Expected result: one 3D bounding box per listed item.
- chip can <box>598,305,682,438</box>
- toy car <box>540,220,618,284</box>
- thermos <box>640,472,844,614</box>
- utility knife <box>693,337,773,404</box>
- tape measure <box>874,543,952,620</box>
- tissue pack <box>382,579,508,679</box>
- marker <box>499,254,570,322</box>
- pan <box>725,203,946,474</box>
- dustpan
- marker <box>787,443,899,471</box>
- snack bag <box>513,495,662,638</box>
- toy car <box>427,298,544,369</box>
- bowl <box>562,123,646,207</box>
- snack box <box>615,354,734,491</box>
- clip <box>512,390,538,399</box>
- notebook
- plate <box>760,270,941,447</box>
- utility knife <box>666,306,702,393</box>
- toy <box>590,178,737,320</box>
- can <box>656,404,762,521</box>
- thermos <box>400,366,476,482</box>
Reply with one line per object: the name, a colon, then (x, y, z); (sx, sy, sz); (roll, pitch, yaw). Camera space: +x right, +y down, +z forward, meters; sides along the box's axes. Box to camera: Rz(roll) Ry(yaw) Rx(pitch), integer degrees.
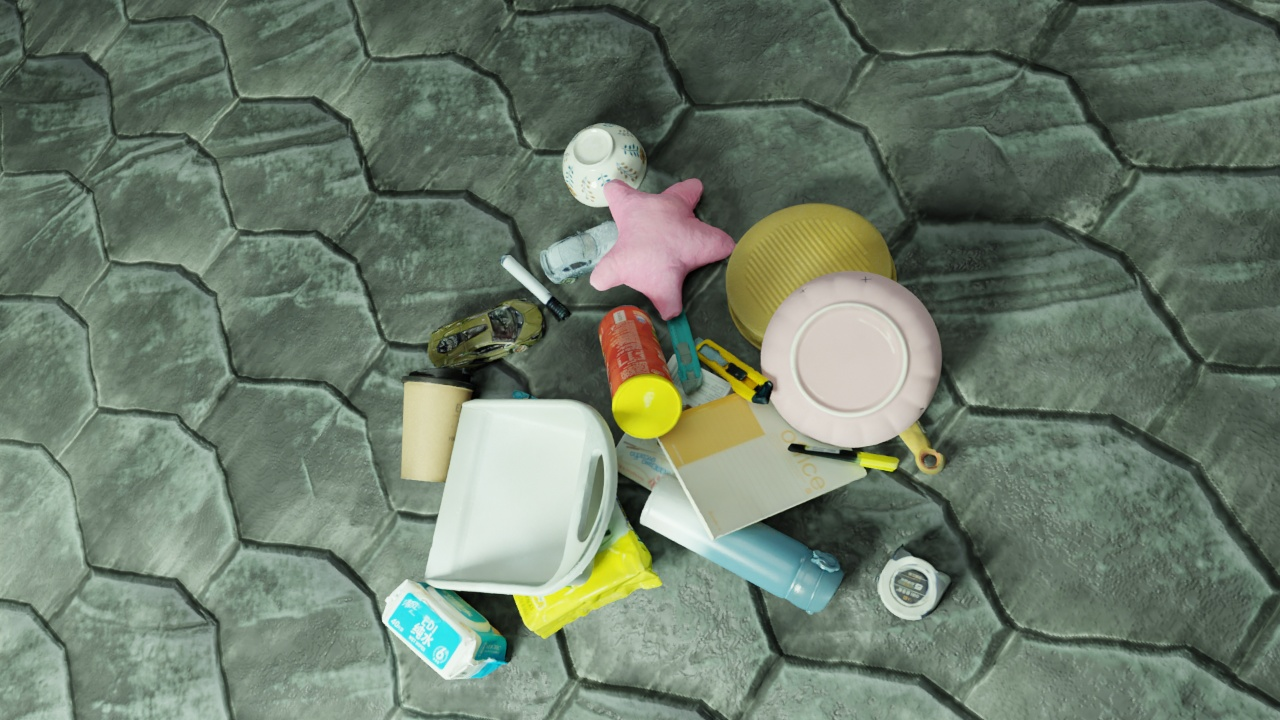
chip can: (-0.006, 0.006, 1.026); (0.073, 0.073, 0.216); (-30, 25, 6)
toy car: (-0.070, -0.141, 1.181); (0.121, 0.037, 0.054); (-21, 68, 6)
thermos: (0.109, 0.196, 0.989); (0.220, 0.070, 0.070); (25, 81, 14)
utility knife: (0.098, 0.008, 1.050); (0.033, 0.015, 0.173); (-50, 36, -1)
tape measure: (0.281, 0.235, 0.954); (0.066, 0.033, 0.066); (34, 83, 25)
tissue pack: (-0.221, 0.308, 1.053); (0.140, 0.090, 0.063); (32, 85, 24)
marker: (-0.140, -0.096, 1.196); (0.022, 0.018, 0.131); (-40, 65, -19)
pan: (0.235, -0.027, 1.046); (0.198, 0.078, 0.357); (-31, 60, 2)
dustpan: (-0.129, 0.140, 0.978); (0.258, 0.142, 0.222); (4, 74, 18)
marker: (0.221, 0.105, 1.000); (0.124, 0.018, 0.015); (9, 109, -5)
snack bag: (-0.094, 0.183, 1.066); (0.158, 0.068, 0.246); (-30, 67, 7)
toy car: (-0.200, -0.033, 1.183); (0.158, 0.042, 0.070); (-22, 68, 7)
bowl: (-0.054, -0.264, 1.202); (0.114, 0.062, 0.113); (-5, 72, 17)
snack box: (0.037, 0.078, 1.082); (0.085, 0.027, 0.156); (28, 83, 22)
clip: (-0.133, 0.052, 1.146); (0.057, 0.046, 0.014); (21, 77, 18)
notebook: (0.130, 0.097, 0.998); (0.206, 0.010, 0.145); (-17, 64, -25)
plate: (0.223, -0.001, 0.982); (0.193, 0.039, 0.192); (0, 91, 15)
utility knife: (0.048, -0.027, 1.100); (0.029, 0.013, 0.160); (-10, 52, -4)
toy: (0.032, -0.138, 1.127); (0.178, 0.075, 0.194); (4, 69, 2)
can: (0.090, 0.113, 1.020); (0.147, 0.058, 0.058); (37, 86, 8)
thermos: (-0.257, 0.079, 1.142); (0.093, 0.093, 0.143); (3, 81, 18)
